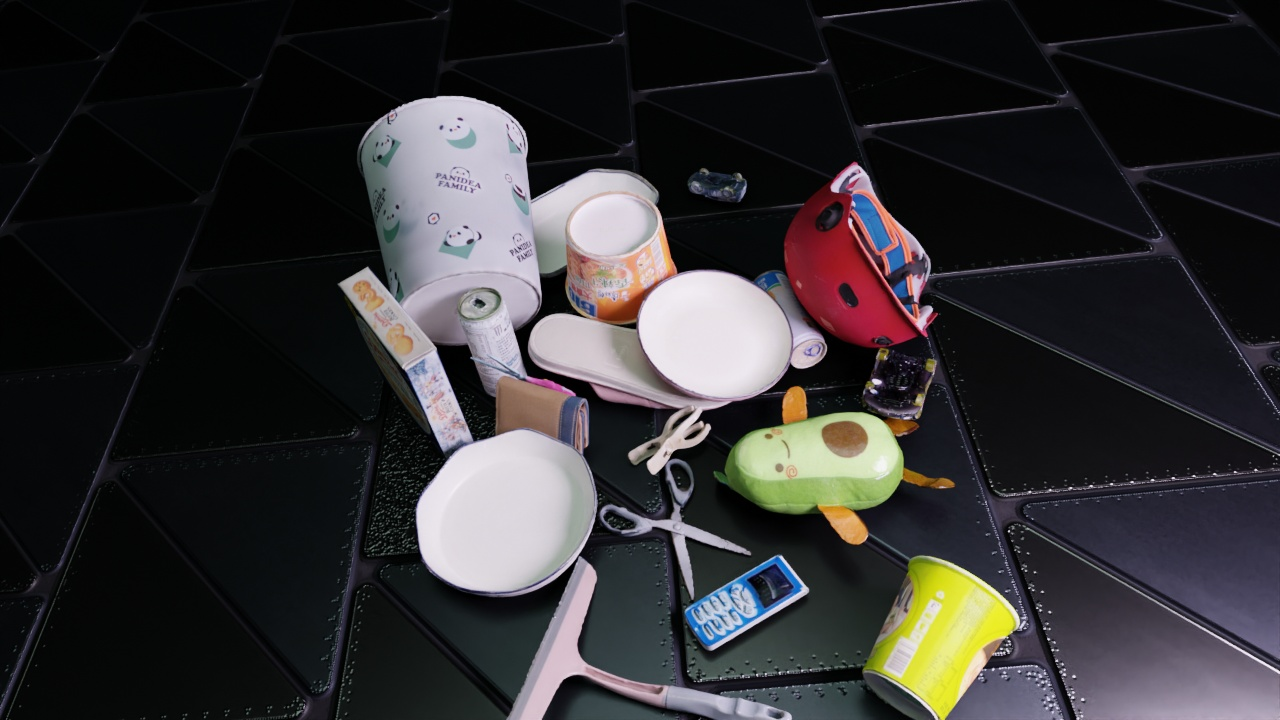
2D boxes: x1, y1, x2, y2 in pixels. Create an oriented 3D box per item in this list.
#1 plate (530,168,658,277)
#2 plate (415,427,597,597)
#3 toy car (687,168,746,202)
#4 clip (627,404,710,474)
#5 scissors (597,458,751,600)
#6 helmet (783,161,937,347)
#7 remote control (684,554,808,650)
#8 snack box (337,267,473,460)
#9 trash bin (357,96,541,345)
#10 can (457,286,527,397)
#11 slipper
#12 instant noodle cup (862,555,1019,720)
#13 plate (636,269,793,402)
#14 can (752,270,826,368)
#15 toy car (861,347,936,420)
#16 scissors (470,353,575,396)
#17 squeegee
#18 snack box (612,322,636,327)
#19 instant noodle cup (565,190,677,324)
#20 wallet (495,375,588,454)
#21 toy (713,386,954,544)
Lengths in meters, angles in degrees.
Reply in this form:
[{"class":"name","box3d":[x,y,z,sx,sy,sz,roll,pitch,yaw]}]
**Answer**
[{"class":"plate","box3d":[-0.097,-0.197,1.353,0.265,0.034,0.162,-33,52,-20]},{"class":"plate","box3d":[-0.146,0.172,1.022,0.205,0.046,0.204,-6,51,7]},{"class":"toy car","box3d":[0.115,-0.262,1.383,0.091,0.034,0.042,13,54,21]},{"class":"clip","box3d":[0.036,0.094,1.074,0.099,0.034,0.070,-39,25,-20]},{"class":"scissors","box3d":[0.034,0.185,1.013,0.159,0.014,0.178,-9,48,0]},{"class":"helmet","box3d":[0.257,-0.104,1.128,0.144,0.207,0.239,-29,31,30]},{"class":"remote control","box3d":[0.108,0.248,0.940,0.124,0.024,0.049,-27,51,-14]},{"class":"snack box","box3d":[-0.279,0.006,1.099,0.045,0.183,0.178,-33,52,-19]},{"class":"trash bin","box3d":[-0.241,-0.172,1.203,0.229,0.230,0.251,-12,65,-4]},{"class":"can","box3d":[-0.182,-0.020,1.132,0.058,0.147,0.058,-4,48,5]},{"class":"slipper","box3d":[-0.007,0.007,1.146,0.274,0.055,0.114,12,55,5]},{"class":"instant noodle cup","box3d":[0.271,0.266,0.856,0.112,0.112,0.123,28,66,28]},{"class":"plate","box3d":[0.088,-0.025,1.119,0.192,0.039,0.192,4,56,-6]},{"class":"can","box3d":[0.189,-0.054,1.176,0.053,0.053,0.134,-16,49,-7]},{"class":"toy car","box3d":[0.301,0.030,1.073,0.070,0.042,0.157,15,30,20]},{"class":"scissors","box3d":[-0.143,0.023,1.113,0.133,0.118,0.017,21,74,-6]},{"class":"squeegee","box3d":[0.019,0.318,0.881,0.250,0.040,0.246,12,34,11]},{"class":"snack box","box3d":[-0.016,-0.110,1.252,0.113,0.053,0.125,-15,48,-6]},{"class":"instant noodle cup","box3d":[-0.029,-0.138,1.177,0.151,0.112,0.151,-3,54,4]},{"class":"wallet","box3d":[-0.118,0.072,1.088,0.115,0.090,0.033,15,29,20]},{"class":"toy","box3d":[0.207,0.110,1.006,0.246,0.090,0.226,-9,39,-5]}]
